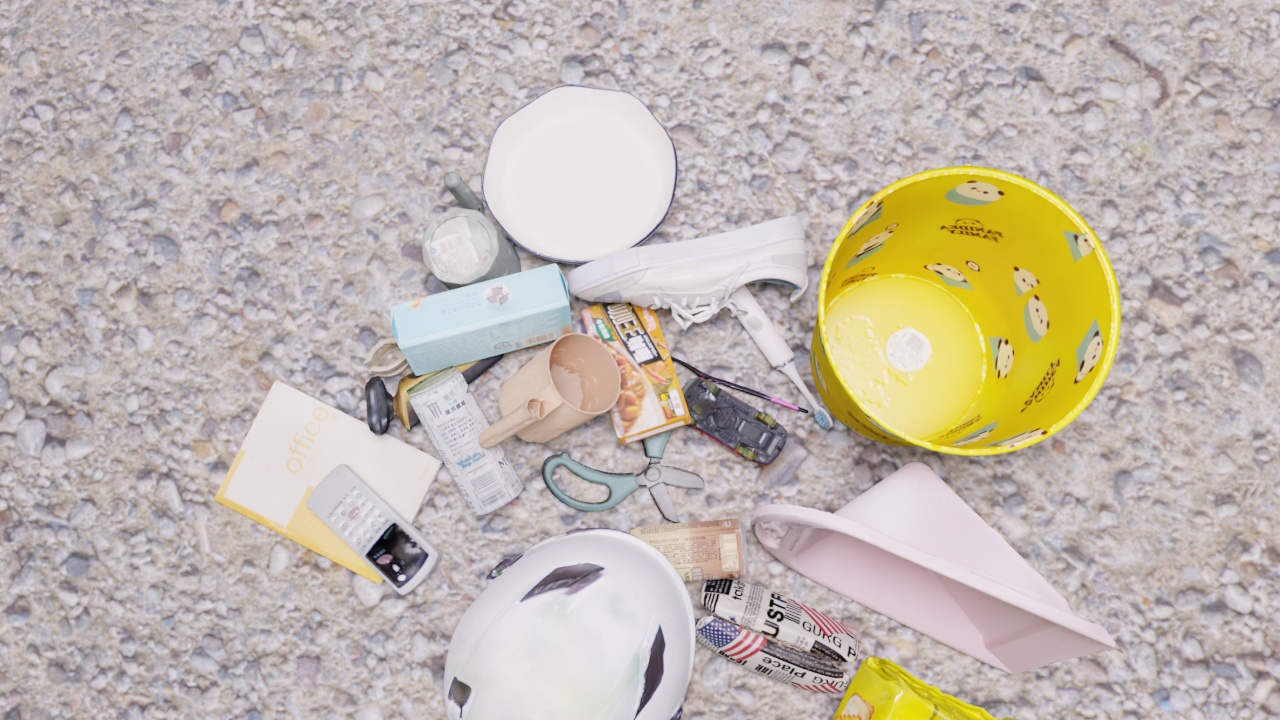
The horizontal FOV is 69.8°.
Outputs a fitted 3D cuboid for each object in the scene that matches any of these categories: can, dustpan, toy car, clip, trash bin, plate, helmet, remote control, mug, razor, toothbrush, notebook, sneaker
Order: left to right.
[{"bbox_3d":[-0.332,0.127,0.975,0.206,0.010,0.145,25,85,7],"label":"notebook"},{"bbox_3d":[-0.276,0.174,0.948,0.150,0.021,0.058,40,87,9],"label":"remote control"},{"bbox_3d":[-0.245,-0.011,0.981,0.099,0.034,0.066,-29,79,-9],"label":"clip"},{"bbox_3d":[-0.217,0.017,0.964,0.167,0.062,0.067,-32,110,-6],"label":"razor"},{"bbox_3d":[-0.176,0.081,0.924,0.058,0.058,0.147,-27,101,0],"label":"can"},{"bbox_3d":[-0.178,-0.125,0.956,0.084,0.103,0.124,-10,82,2],"label":"mug"},{"bbox_3d":[-0.093,0.039,0.899,0.084,0.104,0.124,55,47,-3],"label":"mug"},{"bbox_3d":[-0.075,0.288,0.841,0.229,0.145,0.259,43,103,7],"label":"helmet"},{"bbox_3d":[-0.063,-0.194,0.979,0.205,0.045,0.204,0,77,1],"label":"plate"},{"bbox_3d":[0.047,0.191,0.914,0.116,0.058,0.058,-5,81,3],"label":"can"},{"bbox_3d":[0.050,-0.076,0.923,0.242,0.089,0.090,-11,88,4],"label":"sneaker"},{"bbox_3d":[0.085,0.024,0.960,0.189,0.014,0.018,20,93,6],"label":"toothbrush"},{"bbox_3d":[0.091,0.064,0.937,0.120,0.045,0.053,32,82,14],"label":"toy car"},{"bbox_3d":[0.133,-0.021,0.956,0.027,0.026,0.221,-40,79,32],"label":"toothbrush"},{"bbox_3d":[0.236,0.209,0.826,0.138,0.223,0.273,-34,68,-14],"label":"dustpan"},{"bbox_3d":[0.261,-0.021,0.831,0.230,0.255,0.229,-1,81,4],"label":"trash bin"}]

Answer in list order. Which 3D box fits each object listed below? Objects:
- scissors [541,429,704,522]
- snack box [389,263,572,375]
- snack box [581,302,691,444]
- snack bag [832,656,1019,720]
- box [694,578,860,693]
[{"bbox_3d":[-0.014,0.084,0.956,0.170,0.019,0.181,7,81,7],"label":"scissors"},{"bbox_3d":[-0.156,-0.040,0.923,0.174,0.074,0.051,-16,68,-7],"label":"snack box"},{"bbox_3d":[-0.006,0.006,0.943,0.075,0.026,0.153,-18,64,2],"label":"snack box"},{"bbox_3d":[0.234,0.409,0.849,0.158,0.068,0.246,30,85,-6],"label":"snack bag"},{"bbox_3d":[0.126,0.280,0.900,0.163,0.076,0.087,22,104,4],"label":"box"}]
